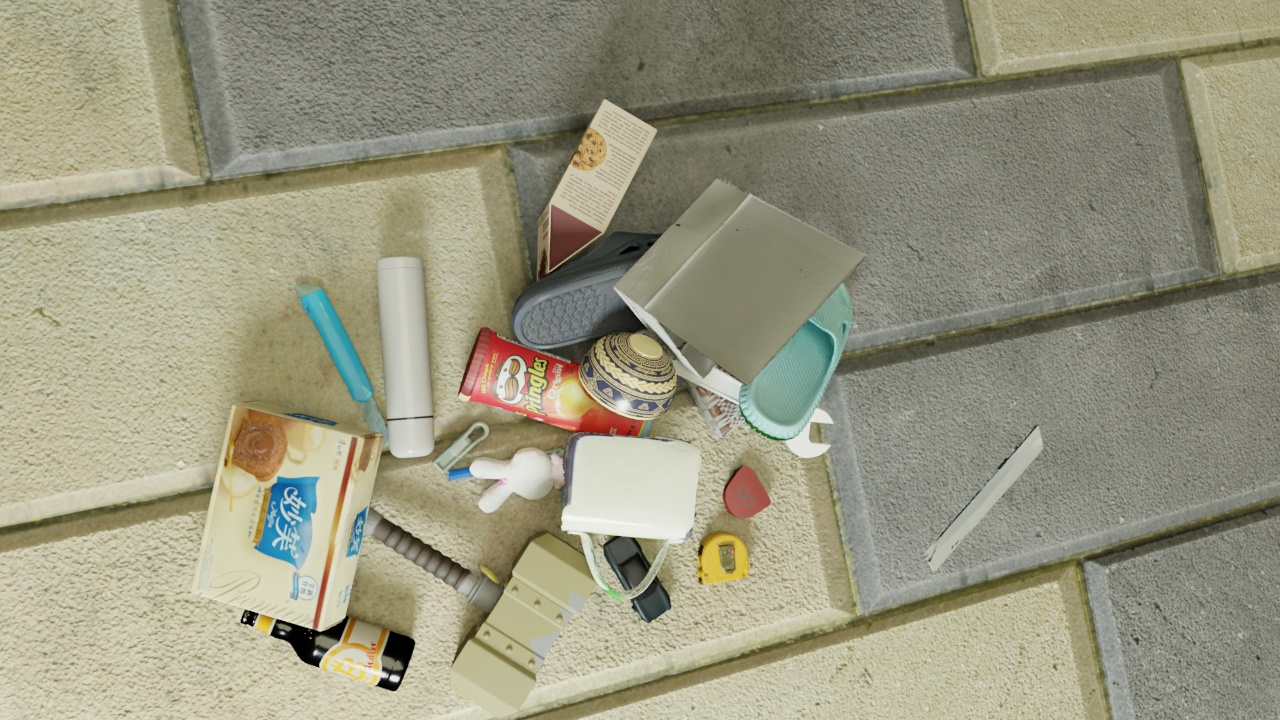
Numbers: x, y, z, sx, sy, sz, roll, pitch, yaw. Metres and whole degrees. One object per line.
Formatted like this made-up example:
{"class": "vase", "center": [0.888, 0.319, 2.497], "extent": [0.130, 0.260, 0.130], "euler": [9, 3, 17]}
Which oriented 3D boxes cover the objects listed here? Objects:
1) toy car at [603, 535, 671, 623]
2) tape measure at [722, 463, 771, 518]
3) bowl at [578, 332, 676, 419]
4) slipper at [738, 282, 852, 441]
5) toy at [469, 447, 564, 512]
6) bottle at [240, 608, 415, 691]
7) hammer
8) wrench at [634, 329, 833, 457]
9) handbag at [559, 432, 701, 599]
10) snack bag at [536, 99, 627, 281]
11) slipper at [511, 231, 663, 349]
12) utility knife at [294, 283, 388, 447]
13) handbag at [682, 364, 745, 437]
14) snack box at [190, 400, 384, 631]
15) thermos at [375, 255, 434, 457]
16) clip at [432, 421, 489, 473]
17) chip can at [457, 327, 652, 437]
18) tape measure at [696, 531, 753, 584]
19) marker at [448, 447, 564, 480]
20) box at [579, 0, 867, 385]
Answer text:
{"class": "toy car", "center": [-0.004, 0.258, 1.092], "extent": [0.046, 0.034, 0.112], "euler": [-31, 94, -13]}
{"class": "tape measure", "center": [0.126, 0.165, 1.138], "extent": [0.051, 0.019, 0.059], "euler": [-30, 87, -11]}
{"class": "bowl", "center": [-0.006, 0.006, 1.025], "extent": [0.112, 0.112, 0.061], "euler": [21, 121, -12]}
{"class": "slipper", "center": [0.195, -0.026, 1.096], "extent": [0.116, 0.070, 0.275], "euler": [31, 57, -6]}
{"class": "toy", "center": [-0.130, 0.132, 1.058], "extent": [0.125, 0.037, 0.076], "euler": [-11, 121, -6]}
{"class": "bottle", "center": [-0.340, 0.303, 0.995], "extent": [0.181, 0.059, 0.059], "euler": [23, 82, -11]}
{"class": "hammer", "center": [-0.231, 0.223, 1.016], "extent": [0.325, 0.101, 0.190], "euler": [33, 80, -2]}
{"class": "wrench", "center": [0.110, 0.035, 1.099], "extent": [0.273, 0.018, 0.066], "euler": [28, 89, -5]}
{"class": "handbag", "center": [-0.016, 0.172, 1.008], "extent": [0.151, 0.074, 0.175], "euler": [5, 76, -3]}
{"class": "snack bag", "center": [-0.067, -0.185, 1.071], "extent": [0.070, 0.094, 0.206], "euler": [28, 81, -11]}
{"class": "slipper", "center": [-0.027, -0.090, 1.054], "extent": [0.267, 0.111, 0.083], "euler": [-17, 49, -17]}
{"class": "utility knife", "center": [-0.333, 0.004, 1.036], "extent": [0.031, 0.015, 0.207], "euler": [-26, 89, -13]}
{"class": "handbag", "center": [0.103, -0.011, 1.128], "extent": [0.124, 0.047, 0.186], "euler": [-30, 94, -12]}
{"class": "snack box", "center": [-0.369, 0.159, 0.962], "extent": [0.153, 0.055, 0.207], "euler": [13, 91, 10]}
{"class": "thermos", "center": [-0.264, -0.003, 1.034], "extent": [0.052, 0.052, 0.224], "euler": [-4, 88, -14]}
{"class": "clip", "center": [-0.206, 0.098, 1.056], "extent": [0.076, 0.043, 0.023], "euler": [-43, 99, -13]}
{"class": "chip can", "center": [-0.095, 0.036, 1.057], "extent": [0.213, 0.087, 0.087], "euler": [19, 82, -13]}
{"class": "tape measure", "center": [0.102, 0.240, 1.122], "extent": [0.068, 0.030, 0.059], "euler": [-5, 90, -14]}
{"class": "marker", "center": [-0.154, 0.121, 1.076], "extent": [0.141, 0.013, 0.013], "euler": [-11, 89, -15]}
{"class": "box", "center": [0.071, -0.111, 0.823], "extent": [0.234, 0.529, 0.167], "euler": [43, 86, -5]}
